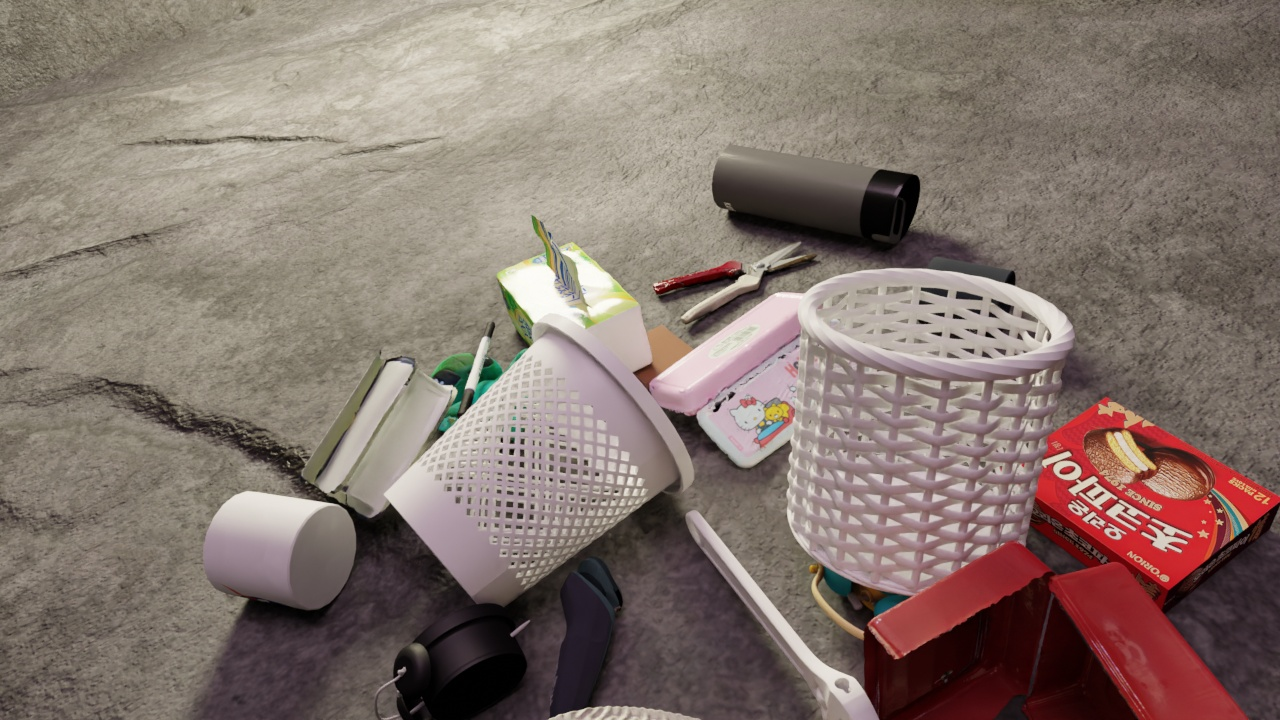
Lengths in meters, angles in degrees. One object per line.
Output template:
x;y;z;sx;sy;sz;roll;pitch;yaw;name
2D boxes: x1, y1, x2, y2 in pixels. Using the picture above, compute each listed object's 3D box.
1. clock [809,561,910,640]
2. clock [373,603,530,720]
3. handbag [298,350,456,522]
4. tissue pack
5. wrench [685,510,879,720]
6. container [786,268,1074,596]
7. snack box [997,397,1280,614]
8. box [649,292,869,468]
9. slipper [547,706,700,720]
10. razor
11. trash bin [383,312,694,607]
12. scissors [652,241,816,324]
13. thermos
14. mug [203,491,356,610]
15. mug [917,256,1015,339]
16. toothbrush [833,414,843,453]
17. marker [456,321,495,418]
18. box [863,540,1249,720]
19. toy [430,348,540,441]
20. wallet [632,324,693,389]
0.198;0.170;0.716;0.129;0.044;0.099;-25;41;-26;clock
-0.141;0.233;0.686;0.120;0.091;0.042;-17;48;-28;clock
-0.277;0.067;0.905;0.176;0.074;0.151;4;59;55;handbag
-0.081;-0.074;0.983;0.120;0.141;0.198;-29;37;-19;tissue pack
0.097;0.192;0.688;0.018;0.066;0.273;-24;32;-13;wrench
0.210;0.048;0.698;0.189;0.187;0.189;0;25;0;container
0.394;0.111;0.739;0.132;0.036;0.152;-28;42;-19;snack box
0.122;0.005;0.914;0.201;0.067;0.154;-35;45;-24;box
0.047;0.280;0.550;0.262;0.052;0.114;15;32;-15;slipper
-0.047;0.222;0.716;0.052;0.047;0.142;18;45;-3;razor
-0.094;0.098;0.776;0.199;0.196;0.195;-41;47;-17;trash bin
0.105;-0.095;1.074;0.185;0.015;0.178;7;42;22;scissors
0.212;-0.206;1.126;0.241;0.082;0.082;18;48;31;thermos
-0.310;0.164;0.822;0.090;0.091;0.121;5;9;19;mug
0.341;-0.067;0.948;0.077;0.071;0.104;16;20;30;mug
0.179;0.099;0.822;0.016;0.018;0.180;8;43;6;toothbrush
-0.164;0.008;0.924;0.011;0.011;0.151;-4;39;9;marker
0.250;0.219;0.554;0.156;0.157;0.170;-29;42;-17;box
-0.162;0.038;0.947;0.130;0.072;0.193;-34;35;-27;toy
-0.006;0.006;0.983;0.120;0.013;0.087;-27;37;-18;wallet
